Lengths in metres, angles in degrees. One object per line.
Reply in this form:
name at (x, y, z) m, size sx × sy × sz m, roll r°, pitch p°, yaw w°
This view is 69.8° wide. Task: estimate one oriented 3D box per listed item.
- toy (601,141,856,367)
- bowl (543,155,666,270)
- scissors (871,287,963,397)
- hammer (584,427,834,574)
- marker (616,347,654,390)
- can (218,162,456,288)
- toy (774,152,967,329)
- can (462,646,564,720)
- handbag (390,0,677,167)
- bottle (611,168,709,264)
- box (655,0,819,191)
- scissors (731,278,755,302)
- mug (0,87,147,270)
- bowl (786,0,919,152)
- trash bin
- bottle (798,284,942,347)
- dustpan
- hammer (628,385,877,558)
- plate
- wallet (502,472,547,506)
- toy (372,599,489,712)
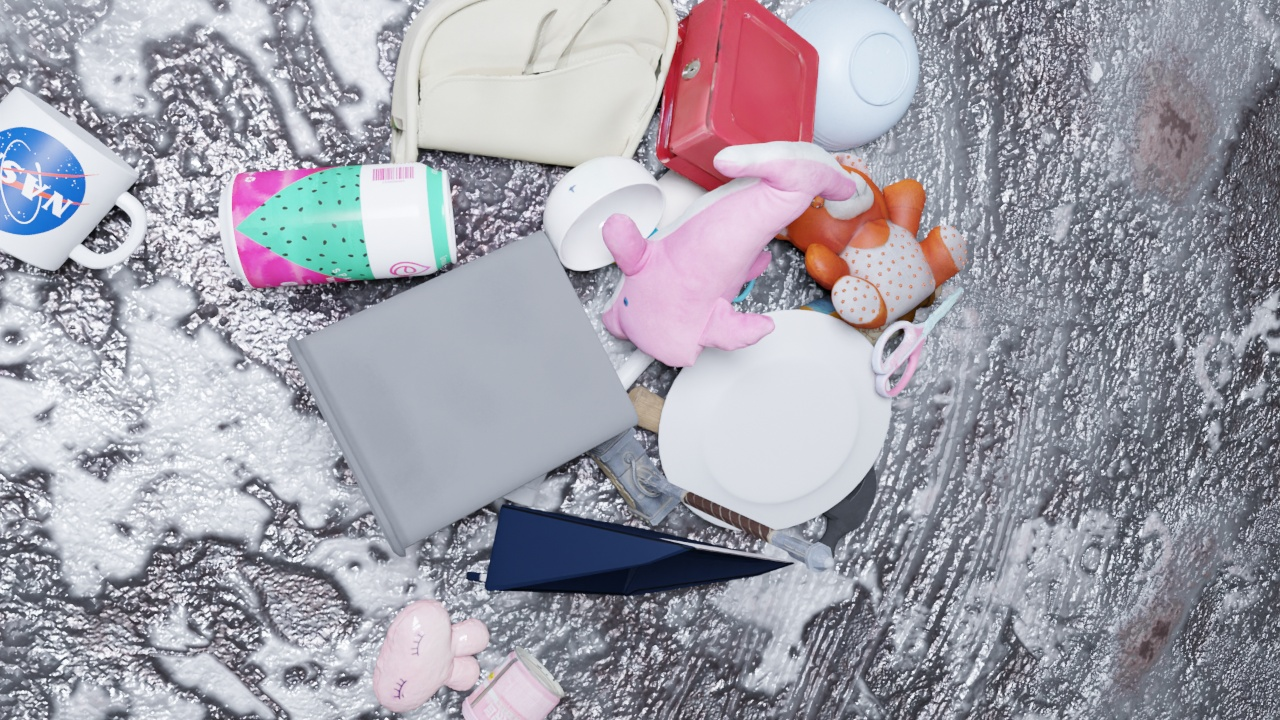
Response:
toy at (0.065, -0.072, 0.768) m, size 0.186 × 0.266 × 0.127 m, roll 3°, pitch 57°, yaw -41°
bowl at (-0.036, -0.130, 0.776) m, size 0.104 × 0.105 × 0.054 m, roll -29°, pitch 68°, yaw -14°
scissors at (0.285, -0.031, 0.927) m, size 0.173 × 0.017 × 0.077 m, roll -40°, pitch 126°, yaw -29°
hammer at (0.053, 0.121, 0.763) m, size 0.044 × 0.322 × 0.098 m, roll -43°, pitch 113°, yaw -17°
marker at (-0.005, 0.005, 0.882) m, size 0.145 × 0.019 × 0.019 m, roll -48°, pitch 114°, yaw -6°
can at (-0.231, -0.106, 0.714) m, size 0.166 × 0.088 × 0.088 m, roll -5°, pitch 103°, yaw -8°
toy at (0.210, -0.122, 0.877) m, size 0.163 × 0.093 × 0.172 m, roll -33°, pitch 75°, yaw -18°
can at (-0.122, 0.325, 0.878) m, size 0.076 × 0.067 × 0.067 m, roll -46°, pitch 113°, yaw -8°
handbag at (-0.082, -0.230, 0.748) m, size 0.228 × 0.132 × 0.184 m, roll 1°, pitch 108°, yaw -20°
bottle at (0.024, -0.139, 0.845) m, size 0.146 × 0.051 × 0.051 m, roll -44°, pitch 113°, yaw -8°
box at (0.085, -0.221, 0.802) m, size 0.129 × 0.087 × 0.158 m, roll 24°, pitch 64°, yaw -35°
scissors at (0.053, -0.064, 0.884) m, size 0.126 × 0.015 × 0.135 m, roll 44°, pitch 67°, yaw -18°
mug at (-0.414, -0.117, 0.652) m, size 0.121 × 0.091 × 0.090 m, roll 41°, pitch 85°, yaw -25°
bowl at (0.209, -0.276, 0.877) m, size 0.150 × 0.075 × 0.151 m, roll -5°, pitch 103°, yaw -22°
trash bin at (-0.144, 0.024, 0.764) m, size 0.219 × 0.098 × 0.192 m, roll -27°, pitch 91°, yaw -16°
bottle at (0.239, -0.051, 0.941) m, size 0.156 × 0.068 × 0.068 m, roll -23°, pitch 109°, yaw -16°
dustpan at (-0.036, 0.183, 0.806) m, size 0.236 × 0.274 × 0.080 m, roll 27°, pitch 72°, yaw -59°
hammer at (0.116, 0.099, 0.944) m, size 0.305 × 0.040 × 0.132 m, roll 28°, pitch 93°, yaw -24°
plate at (0.137, 0.067, 0.902) m, size 0.242 × 0.016 × 0.243 m, roll -5°, pitch 113°, yaw -11°
wallet at (-0.114, 0.070, 0.845) m, size 0.086 × 0.032 × 0.116 m, roll 30°, pitch 81°, yaw -25°
toy at (-0.192, 0.274, 0.851) m, size 0.105 × 0.053 × 0.108 m, roll 11°, pitch 96°, yaw -38°
